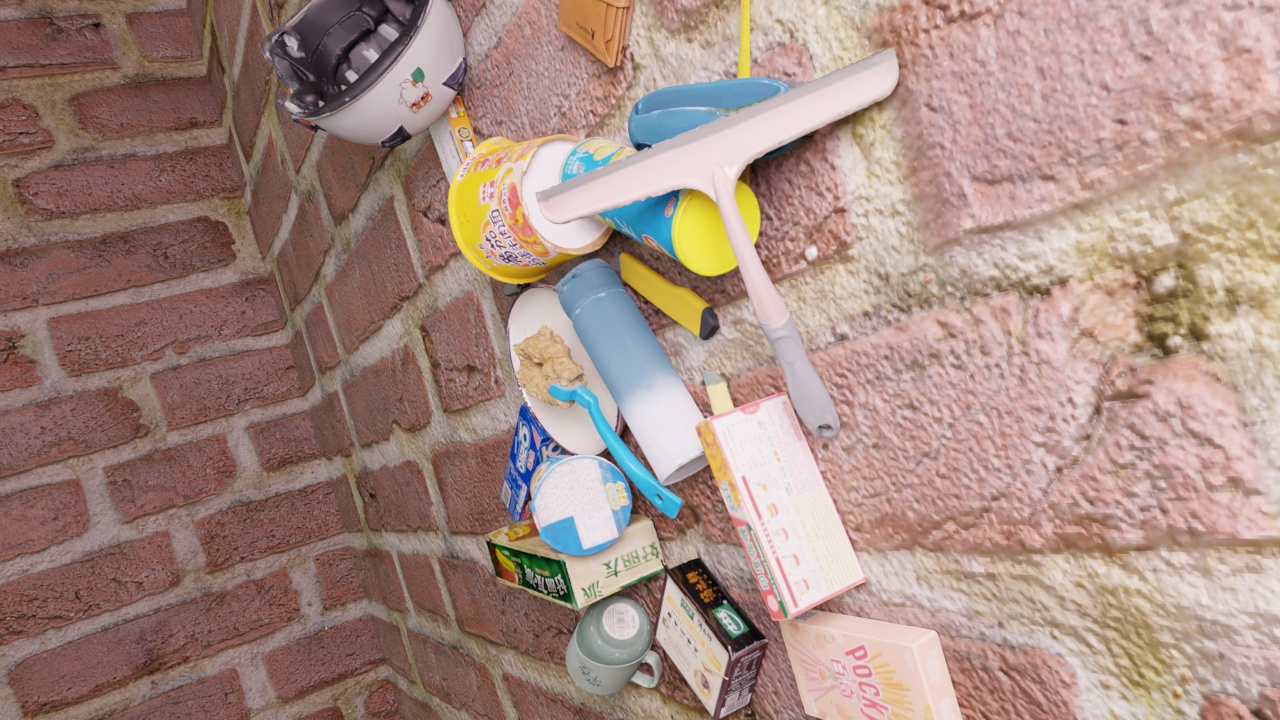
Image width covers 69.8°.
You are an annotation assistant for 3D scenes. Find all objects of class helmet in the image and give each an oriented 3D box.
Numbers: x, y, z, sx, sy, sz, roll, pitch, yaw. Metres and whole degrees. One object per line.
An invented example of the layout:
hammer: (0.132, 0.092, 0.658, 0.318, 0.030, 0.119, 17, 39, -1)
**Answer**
helmet: (-0.292, -0.340, 1.048, 0.274, 0.230, 0.157, 45, -177, 38)

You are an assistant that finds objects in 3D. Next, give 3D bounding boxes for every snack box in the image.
snack box: (-0.125, 0.125, 1.122, 0.057, 0.058, 0.208, 56, 147, 29)
snack box: (0.105, 0.107, 0.692, 0.027, 0.076, 0.155, -38, 71, 60)
snack box: (0.062, 0.258, 0.872, 0.113, 0.053, 0.126, 47, 141, 39)
snack box: (-0.081, 0.214, 1.033, 0.241, 0.114, 0.063, -11, 96, 61)
snack box: (-0.217, -0.238, 1.124, 0.075, 0.026, 0.153, -36, 72, 60)
snack box: (0.171, 0.240, 0.699, 0.158, 0.026, 0.084, -16, 91, 61)

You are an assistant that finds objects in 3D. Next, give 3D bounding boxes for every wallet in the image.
wallet: (-0.035, -0.325, 0.761, 0.108, 0.031, 0.132, 50, 145, 39)

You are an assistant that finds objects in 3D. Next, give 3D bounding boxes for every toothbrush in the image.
toothbrush: (0.070, -0.192, 0.658, 0.016, 0.016, 0.190, 32, 131, 50)

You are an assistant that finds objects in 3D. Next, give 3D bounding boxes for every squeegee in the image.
squeegee: (0.087, -0.040, 0.616, 0.248, 0.040, 0.250, -19, 114, 20)

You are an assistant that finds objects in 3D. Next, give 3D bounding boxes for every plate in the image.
plate: (-0.071, 0.008, 0.969, 0.192, 0.038, 0.193, 29, 130, 40)

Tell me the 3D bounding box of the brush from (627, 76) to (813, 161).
brush: (0.046, -0.163, 0.630, 0.144, 0.073, 0.055, 9, 112, 40)

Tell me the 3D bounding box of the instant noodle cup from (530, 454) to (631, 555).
instant noodle cup: (-0.070, 0.137, 0.934, 0.110, 0.099, 0.099, -169, 65, -74)

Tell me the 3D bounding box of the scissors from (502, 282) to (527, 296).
scissors: (-0.119, -0.071, 1.051, 0.171, 0.019, 0.181, -22, 86, 60)

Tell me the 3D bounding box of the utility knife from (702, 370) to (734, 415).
utility knife: (0.089, 0.108, 0.780, 0.031, 0.022, 0.212, -26, 76, 63)

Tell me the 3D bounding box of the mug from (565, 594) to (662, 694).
mug: (-0.023, 0.328, 1.040, 0.112, 0.082, 0.107, 32, 138, 9)

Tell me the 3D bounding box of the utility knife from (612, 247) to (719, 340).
utility knife: (0.019, -0.064, 0.817, 0.170, 0.015, 0.033, 41, 132, 46)

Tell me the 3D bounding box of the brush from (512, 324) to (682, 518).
brush: (-0.045, 0.057, 0.884, 0.254, 0.045, 0.083, 46, 138, 31)

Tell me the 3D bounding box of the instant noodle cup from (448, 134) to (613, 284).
instant noodle cup: (-0.095, -0.146, 0.859, 0.110, 0.137, 0.138, -4, 101, 52)

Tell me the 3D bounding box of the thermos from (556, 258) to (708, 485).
thermos: (-0.005, 0.005, 0.837, 0.220, 0.070, 0.070, 60, 149, 19)

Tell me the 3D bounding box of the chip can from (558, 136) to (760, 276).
chip can: (0.007, -0.128, 0.727, 0.210, 0.071, 0.071, 36, 134, 55)
